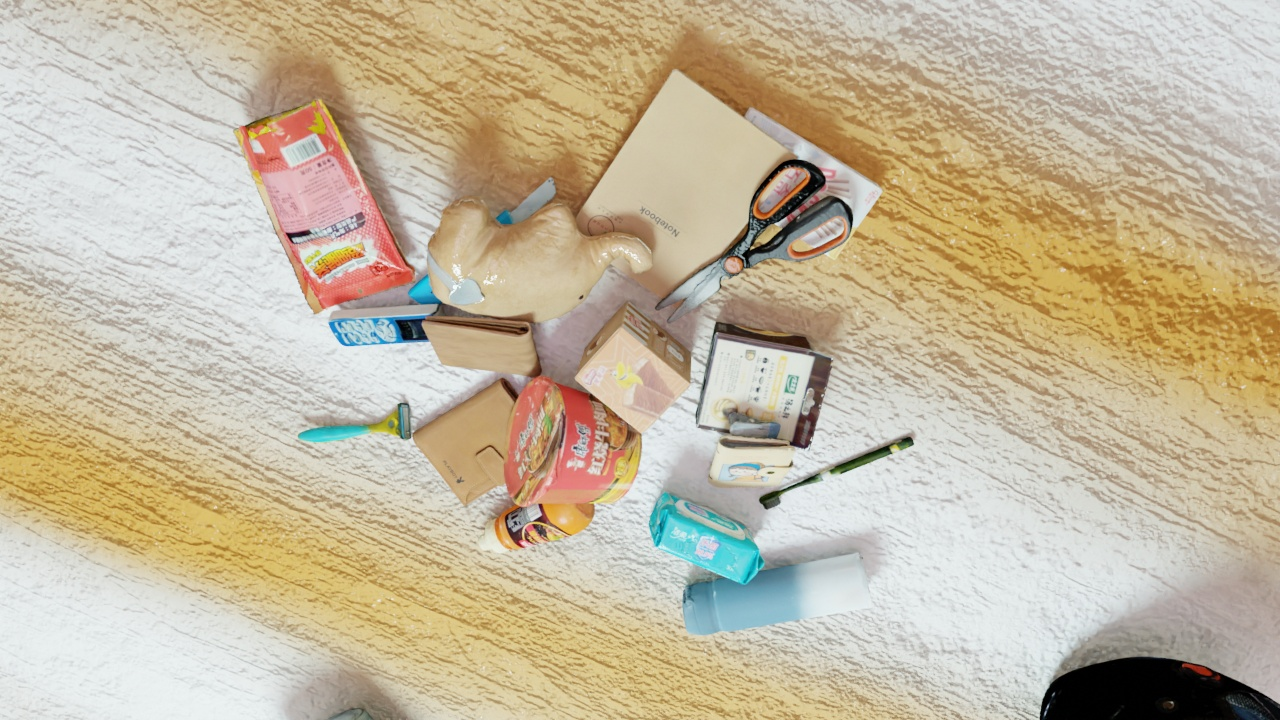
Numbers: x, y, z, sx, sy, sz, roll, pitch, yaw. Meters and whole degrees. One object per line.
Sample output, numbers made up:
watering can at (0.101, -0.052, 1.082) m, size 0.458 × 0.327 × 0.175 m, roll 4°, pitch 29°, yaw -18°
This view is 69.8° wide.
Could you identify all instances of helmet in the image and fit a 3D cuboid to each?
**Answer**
helmet at (0.583, 0.446, 1.019) m, size 0.274 × 0.230 × 0.233 m, roll -9°, pitch 103°, yaw -1°

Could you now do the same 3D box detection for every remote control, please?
remote control at (-0.273, -0.039, 1.001) m, size 0.125 × 0.024 × 0.049 m, roll -2°, pitch 143°, yaw 6°

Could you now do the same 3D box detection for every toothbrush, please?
toothbrush at (0.222, 0.129, 1.041) m, size 0.186 × 0.012 × 0.017 m, roll -25°, pitch 113°, yaw 12°

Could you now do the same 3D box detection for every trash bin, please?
trash bin at (-0.366, 0.561, 1.153) m, size 0.227 × 0.226 × 0.195 m, roll -28°, pitch 93°, yaw 13°

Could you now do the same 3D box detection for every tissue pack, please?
tissue pack at (0.074, 0.199, 1.034) m, size 0.133 × 0.093 × 0.050 m, roll 24°, pitch 94°, yaw -5°

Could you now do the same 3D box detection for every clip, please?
clip at (0.120, 0.072, 0.972) m, size 0.056 × 0.026 × 0.024 m, roll 15°, pitch 117°, yaw -7°

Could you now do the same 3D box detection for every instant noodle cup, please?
instant noodle cup at (-0.071, 0.093, 0.980) m, size 0.108 × 0.138 × 0.138 m, roll 12°, pitch 113°, yaw -29°

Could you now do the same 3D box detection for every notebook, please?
notebook at (0.037, -0.165, 0.925) m, size 0.148 × 0.008 × 0.208 m, roll 34°, pitch 120°, yaw -8°

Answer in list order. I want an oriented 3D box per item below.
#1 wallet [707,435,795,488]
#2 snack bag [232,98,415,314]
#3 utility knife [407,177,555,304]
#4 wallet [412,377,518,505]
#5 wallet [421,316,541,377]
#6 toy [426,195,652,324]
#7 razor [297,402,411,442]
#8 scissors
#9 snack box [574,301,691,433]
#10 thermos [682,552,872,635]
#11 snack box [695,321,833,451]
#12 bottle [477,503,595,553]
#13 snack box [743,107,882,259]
wallet at (0.122, 0.112, 1.003) m, size 0.087 × 0.024 × 0.115 m, roll 6°, pitch 151°, yaw 1°
snack bag at (-0.329, -0.156, 0.951) m, size 0.129 × 0.073 × 0.208 m, roll -15°, pitch 114°, yaw 14°
utility knife at (-0.165, -0.124, 0.972) m, size 0.203 × 0.018 × 0.034 m, roll -38°, pitch 103°, yaw 15°
wallet at (-0.179, 0.094, 1.048) m, size 0.132 × 0.031 × 0.108 m, roll -30°, pitch 104°, yaw 15°
wallet at (-0.167, -0.015, 0.981) m, size 0.115 × 0.020 × 0.101 m, roll 6°, pitch 153°, yaw 4°
toy at (-0.105, -0.097, 0.942) m, size 0.225 × 0.082 × 0.144 m, roll 2°, pitch 136°, yaw -16°
razor at (-0.328, 0.079, 1.053) m, size 0.132 × 0.028 × 0.043 m, roll -9°, pitch 80°, yaw 5°
scissors at (0.098, -0.120, 0.930) m, size 0.234 × 0.021 × 0.161 m, roll -12°, pitch 119°, yaw 16°
snack box at (-0.006, 0.006, 0.968) m, size 0.094 × 0.092 × 0.077 m, roll 40°, pitch 108°, yaw -11°
thermos at (0.156, 0.276, 1.074) m, size 0.221 × 0.070 × 0.070 m, roll -13°, pitch 109°, yaw 9°
snack box at (0.131, 0.028, 0.987) m, size 0.125 × 0.053 × 0.113 m, roll 10°, pitch 112°, yaw -1°
bottle at (-0.127, 0.187, 1.065) m, size 0.150 × 0.066 × 0.067 m, roll -26°, pitch 106°, yaw 20°
snack box at (0.154, -0.178, 0.924) m, size 0.157 × 0.026 × 0.085 m, roll 30°, pitch 110°, yaw -6°
